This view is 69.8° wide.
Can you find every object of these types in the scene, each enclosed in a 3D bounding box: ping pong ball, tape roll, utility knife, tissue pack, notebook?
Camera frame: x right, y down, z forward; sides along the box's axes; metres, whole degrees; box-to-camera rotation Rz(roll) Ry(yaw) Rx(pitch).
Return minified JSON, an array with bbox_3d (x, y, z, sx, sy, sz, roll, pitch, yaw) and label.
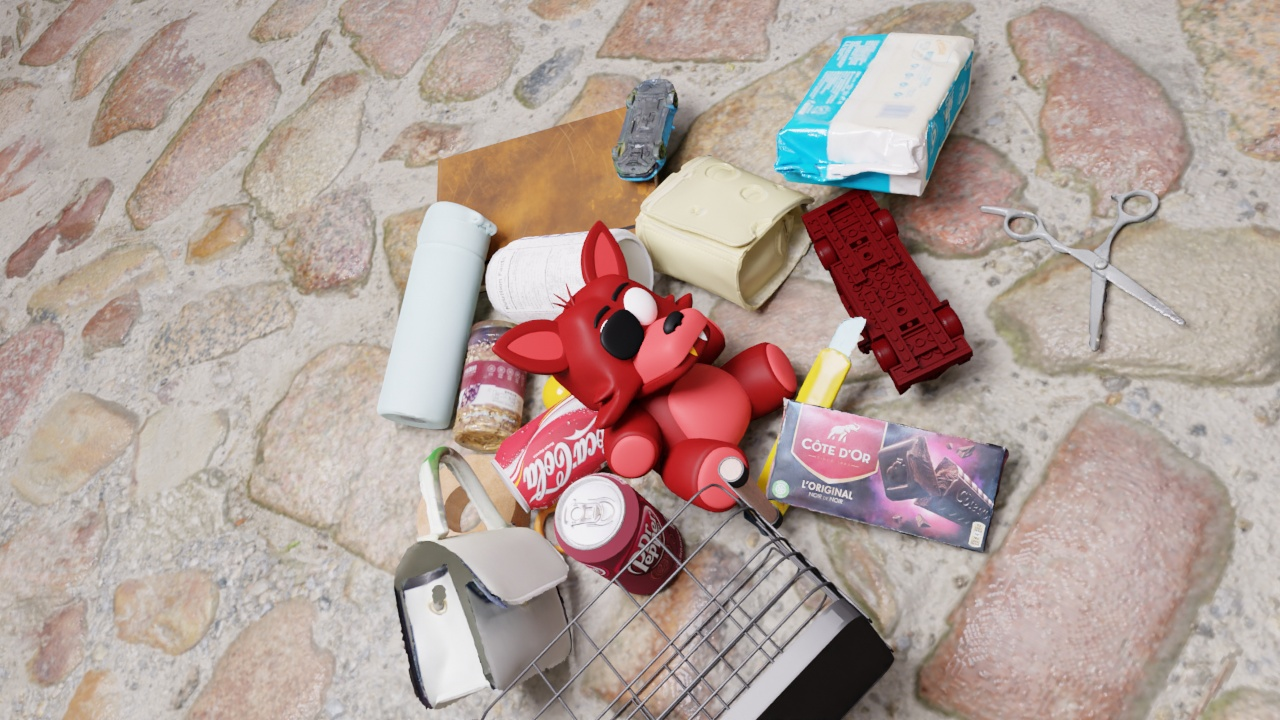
[{"bbox_3d":[-0.063,0.029,0.780,0.040,0.040,0.040,-10,61,18],"label":"ping pong ball"},{"bbox_3d":[-0.140,0.128,0.769,0.094,0.027,0.093,-10,61,19],"label":"tape roll"},{"bbox_3d":[0.121,0.047,0.672,0.030,0.017,0.175,28,103,23],"label":"utility knife"},{"bbox_3d":[0.191,-0.200,0.740,0.117,0.066,0.208,11,45,26],"label":"tissue pack"},{"bbox_3d":[-0.086,-0.148,0.885,0.250,0.014,0.178,-11,66,18],"label":"notebook"}]

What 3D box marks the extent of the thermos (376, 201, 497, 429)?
[{"bbox_3d":[-0.186,-0.044,0.840,0.078,0.065,0.206,0,73,32],"label":"thermos"}]

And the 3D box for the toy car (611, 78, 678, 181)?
[{"bbox_3d":[0.007,-0.210,0.844,0.048,0.032,0.105,3,69,23],"label":"toy car"}]

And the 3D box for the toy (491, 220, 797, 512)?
[{"bbox_3d":[0.009,0.005,0.672,0.121,0.197,0.158,-30,20,53],"label":"toy"}]

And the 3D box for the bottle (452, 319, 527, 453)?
[{"bbox_3d":[-0.128,0.023,0.802,0.056,0.056,0.105,-6,63,20],"label":"bottle"}]

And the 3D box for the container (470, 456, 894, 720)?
[{"bbox_3d":[0.031,0.201,0.575,0.241,0.163,0.130,-45,56,-4],"label":"container"}]

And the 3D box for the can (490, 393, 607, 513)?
[{"bbox_3d":[-0.062,0.070,0.731,0.104,0.064,0.064,-36,55,-13],"label":"can"}]

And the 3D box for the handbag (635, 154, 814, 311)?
[{"bbox_3d":[0.071,-0.113,0.773,0.119,0.081,0.111,28,65,35],"label":"handbag"}]

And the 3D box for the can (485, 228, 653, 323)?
[{"bbox_3d":[-0.062,-0.069,0.787,0.136,0.078,0.078,1,64,38],"label":"can"}]

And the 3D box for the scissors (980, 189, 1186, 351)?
[{"bbox_3d":[0.327,-0.078,0.683,0.172,0.014,0.141,26,74,33],"label":"scissors"}]

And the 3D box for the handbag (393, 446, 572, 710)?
[{"bbox_3d":[-0.111,0.141,0.652,0.074,0.151,0.176,-21,77,12],"label":"handbag"}]

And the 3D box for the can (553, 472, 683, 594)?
[{"bbox_3d":[-0.014,0.126,0.663,0.063,0.114,0.063,-10,61,18],"label":"can"}]

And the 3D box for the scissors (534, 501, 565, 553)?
[{"bbox_3d":[-0.060,0.094,0.762,0.073,0.012,0.131,-21,56,8],"label":"scissors"}]

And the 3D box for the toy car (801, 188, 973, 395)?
[{"bbox_3d":[0.186,-0.050,0.700,0.070,0.062,0.169,-27,57,9],"label":"toy car"}]

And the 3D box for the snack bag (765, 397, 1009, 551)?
[{"bbox_3d":[0.169,0.079,0.641,0.155,0.018,0.074,12,87,16],"label":"snack bag"}]
